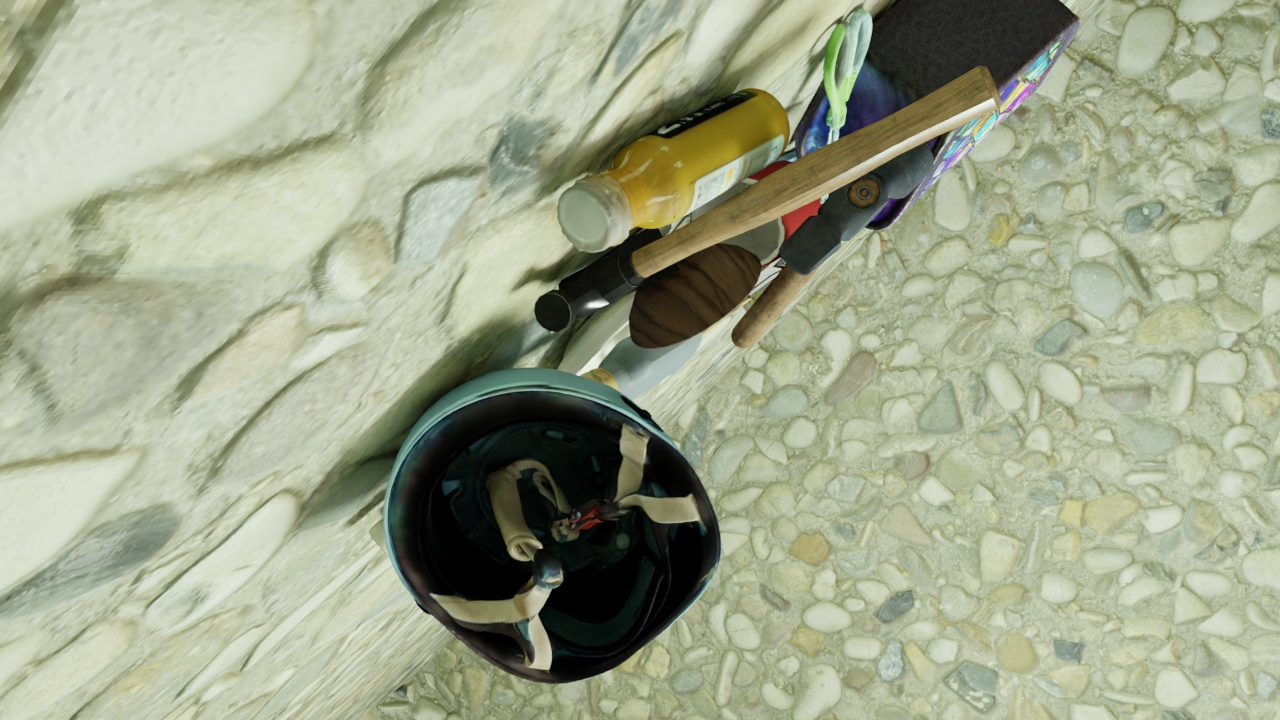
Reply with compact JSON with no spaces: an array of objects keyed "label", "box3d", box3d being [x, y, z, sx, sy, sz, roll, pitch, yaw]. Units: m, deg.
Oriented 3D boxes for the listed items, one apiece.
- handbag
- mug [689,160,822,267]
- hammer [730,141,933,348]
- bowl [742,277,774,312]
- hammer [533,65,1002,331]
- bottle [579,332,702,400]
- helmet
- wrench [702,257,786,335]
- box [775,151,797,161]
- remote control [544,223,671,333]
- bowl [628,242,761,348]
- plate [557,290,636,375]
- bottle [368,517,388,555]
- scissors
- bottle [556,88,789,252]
[{"label":"handbag","box3d":[0.260,-0.238,0.834,0.204,0.125,0.222,-42,170,-12]},{"label":"mug","box3d":[0.090,-0.122,0.803,0.117,0.080,0.096,-13,-169,34]},{"label":"hammer","box3d":[0.125,-0.067,0.760,0.129,0.040,0.322,-42,174,-17]},{"label":"bowl","box3d":[0.138,-0.121,1.000,0.145,0.063,0.145,-56,-170,15]},{"label":"hammer","box3d":[0.078,-0.102,0.595,0.306,0.040,0.132,-24,-172,27]},{"label":"bottle","box3d":[-0.005,0.005,0.832,0.072,0.046,0.160,-48,171,33]},{"label":"helmet","box3d":[-0.077,0.111,0.711,0.225,0.265,0.167,-41,-150,2]},{"label":"wrench","box3d":[0.086,-0.058,0.911,0.274,0.018,0.083,-38,154,19]},{"label":"box","box3d":[0.090,-0.123,0.941,0.210,0.039,0.126,-50,-168,39]},{"label":"remote control","box3d":[-0.026,-0.068,0.720,0.130,0.012,0.033,-41,172,-10]},{"label":"bowl","box3d":[0.035,-0.060,0.724,0.119,0.032,0.119,-28,-154,15]},{"label":"plate","box3d":[-0.021,-0.029,0.880,0.182,0.034,0.182,-42,172,-7]},{"label":"bottle","box3d":[-0.161,0.104,0.799,0.167,0.059,0.059,-41,172,-15]},{"label":"scissors","box3d":[0.156,-0.195,0.734,0.064,0.033,0.174,-49,149,-32]},{"label":"bottle","box3d":[0.023,-0.117,0.558,0.185,0.053,0.053,-37,170,-41]}]
